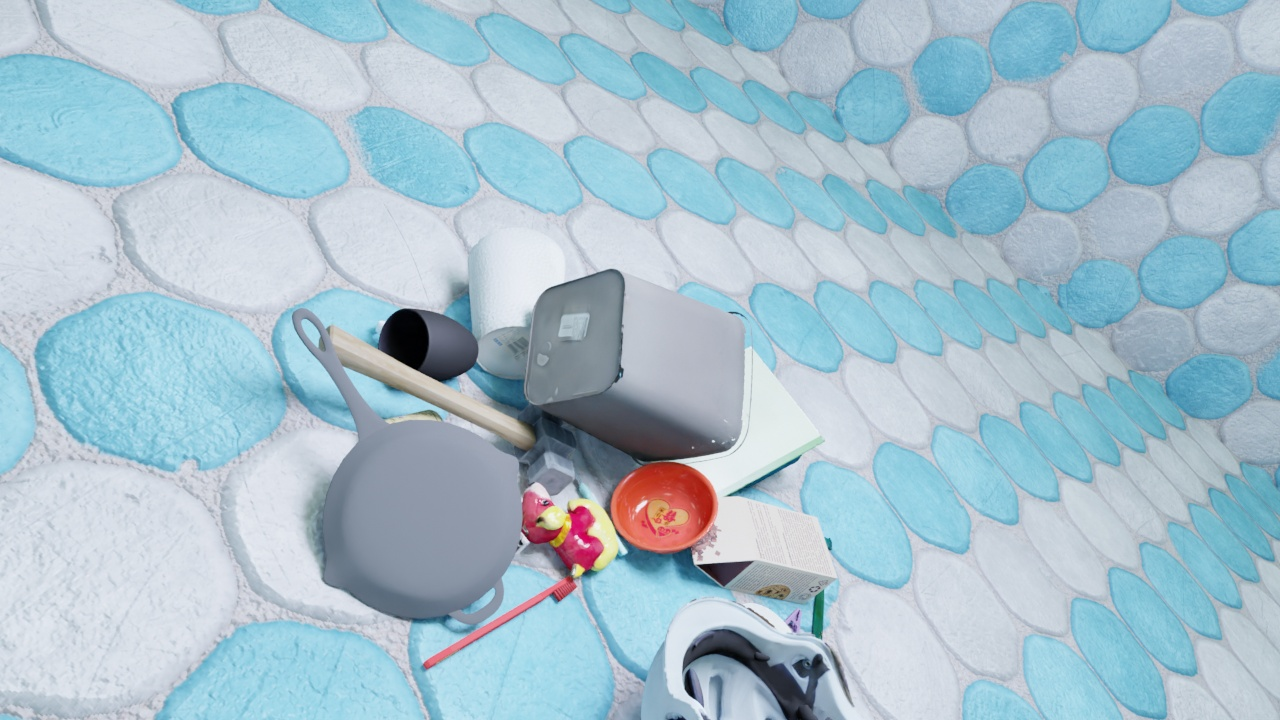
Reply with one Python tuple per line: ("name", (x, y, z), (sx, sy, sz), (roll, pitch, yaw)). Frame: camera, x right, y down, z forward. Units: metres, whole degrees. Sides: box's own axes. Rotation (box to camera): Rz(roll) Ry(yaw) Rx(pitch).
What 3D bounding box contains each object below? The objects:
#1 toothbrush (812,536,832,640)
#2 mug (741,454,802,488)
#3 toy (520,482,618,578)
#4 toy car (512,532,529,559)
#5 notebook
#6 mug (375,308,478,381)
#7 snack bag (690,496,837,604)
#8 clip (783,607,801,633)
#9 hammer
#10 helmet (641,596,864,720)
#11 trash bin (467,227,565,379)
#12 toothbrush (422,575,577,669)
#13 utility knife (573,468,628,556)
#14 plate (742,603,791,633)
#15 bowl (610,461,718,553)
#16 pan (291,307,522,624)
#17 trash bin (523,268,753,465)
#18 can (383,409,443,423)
("toothbrush", (0.248, 0.309, 1.251), (0.016, 0.017, 0.189), (34, 34, -9))
("mug", (0.174, 0.137, 1.331), (0.078, 0.078, 0.121), (50, 40, 14))
("toy", (-0.080, 0.195, 1.031), (0.137, 0.067, 0.105), (28, 35, -39))
("toy car", (-0.167, 0.167, 0.995), (0.113, 0.039, 0.039), (47, 13, 8))
("notebook", (0.112, 0.093, 1.280), (0.252, 0.010, 0.182), (-24, 65, -28))
("mug", (-0.257, -0.021, 1.094), (0.119, 0.085, 0.100), (23, 7, 31))
("snack bag", (0.143, 0.239, 1.180), (0.206, 0.070, 0.094), (19, 39, -29))
("clip", (0.196, 0.339, 1.170), (0.050, 0.014, 0.046), (-4, 54, -44))
("hammer", (-0.206, 0.047, 1.019), (0.322, 0.051, 0.117), (31, 26, -35))
("helmet", (0.099, 0.376, 0.896), (0.264, 0.164, 0.236), (48, 30, 23))
("trash bin", (-0.161, -0.070, 1.195), (0.133, 0.134, 0.161), (20, 44, -28))
("toothbrush", (-0.134, 0.266, 0.930), (0.018, 0.012, 0.212), (51, 35, 15))
("utility knife", (-0.065, 0.164, 1.116), (0.177, 0.016, 0.022), (54, 7, 23))
("plate", (0.144, 0.344, 1.099), (0.104, 0.026, 0.104), (27, 35, -21))
("bowl", (0.030, 0.188, 1.119), (0.130, 0.045, 0.130), (-3, 47, 3))
("pan", (-0.240, 0.098, 0.895), (0.216, 0.024, 0.354), (-32, 89, -27))
("trash bin", (-0.007, 0.007, 1.114), (0.220, 0.198, 0.197), (24, 62, -45))
("can", (-0.256, 0.079, 1.004), (0.079, 0.038, 0.038), (-13, 60, -51))
